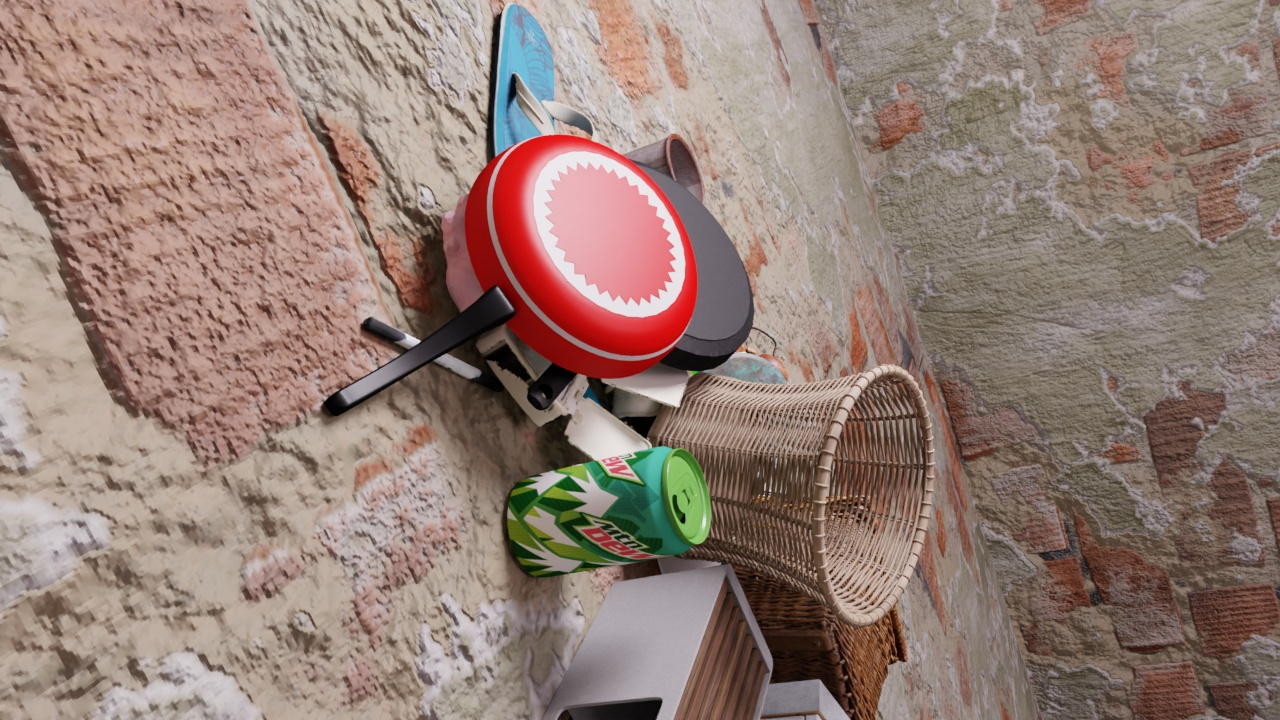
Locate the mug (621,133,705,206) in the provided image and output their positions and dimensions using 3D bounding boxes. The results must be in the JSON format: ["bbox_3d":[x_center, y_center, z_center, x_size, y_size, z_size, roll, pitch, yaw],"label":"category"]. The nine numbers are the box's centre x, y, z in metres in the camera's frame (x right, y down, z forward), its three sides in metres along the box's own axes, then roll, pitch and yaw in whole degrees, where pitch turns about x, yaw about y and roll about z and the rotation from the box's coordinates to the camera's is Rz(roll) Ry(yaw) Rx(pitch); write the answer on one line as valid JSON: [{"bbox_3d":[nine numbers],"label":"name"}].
[{"bbox_3d":[0.011,-0.193,1.017,0.122,0.110,0.096,-39,116,-63],"label":"mug"}]

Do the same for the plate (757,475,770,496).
[{"bbox_3d":[0.156,0.219,1.181,0.188,0.016,0.188,41,41,-49],"label":"plate"}]

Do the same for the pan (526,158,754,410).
[{"bbox_3d":[-0.004,-0.062,0.814,0.225,0.034,0.355,47,39,-8],"label":"pan"}]

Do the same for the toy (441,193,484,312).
[{"bbox_3d":[-0.128,-0.083,0.734,0.093,0.050,0.102,59,34,-27],"label":"toy"}]

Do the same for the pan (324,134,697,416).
[{"bbox_3d":[-0.082,-0.056,0.686,0.209,0.067,0.354,55,45,-3],"label":"pan"}]

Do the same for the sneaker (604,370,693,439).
[{"bbox_3d":[-0.005,0.005,0.910,0.102,0.089,0.241,-46,119,-47],"label":"sneaker"}]

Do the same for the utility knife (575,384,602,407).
[{"bbox_3d":[-0.071,-0.003,0.846,0.196,0.015,0.031,64,24,-16],"label":"utility knife"}]

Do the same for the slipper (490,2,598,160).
[{"bbox_3d":[-0.092,-0.223,0.881,0.118,0.060,0.294,24,54,-54],"label":"slipper"}]

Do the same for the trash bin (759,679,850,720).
[{"bbox_3d":[0.118,0.443,0.827,0.142,0.143,0.246,55,32,-35],"label":"trash bin"}]

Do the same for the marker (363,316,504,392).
[{"bbox_3d":[-0.150,-0.002,0.689,0.152,0.011,0.011,33,47,-54],"label":"marker"}]

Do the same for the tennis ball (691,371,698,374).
[{"bbox_3d":[0.035,-0.004,1.004,0.065,0.065,0.065,41,41,-49],"label":"tennis ball"}]

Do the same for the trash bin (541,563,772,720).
[{"bbox_3d":[0.015,0.284,0.739,0.114,0.115,0.228,66,27,-17],"label":"trash bin"}]

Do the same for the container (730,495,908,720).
[{"bbox_3d":[0.182,0.300,1.004,0.182,0.162,0.250,-57,135,-52],"label":"container"}]

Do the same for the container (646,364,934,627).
[{"bbox_3d":[0.135,0.110,0.855,0.226,0.196,0.227,-7,99,-50],"label":"container"}]

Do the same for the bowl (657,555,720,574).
[{"bbox_3d":[0.058,0.194,0.967,0.110,0.041,0.109,41,41,-49],"label":"bowl"}]

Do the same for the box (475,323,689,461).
[{"bbox_3d":[-0.047,0.004,0.797,0.186,0.066,0.145,36,35,-11],"label":"box"}]

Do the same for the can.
[{"bbox_3d":[-0.025,0.119,0.718,0.083,0.144,0.083,41,41,-49],"label":"can"}]

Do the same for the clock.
[{"bbox_3d":[0.112,0.035,1.040,0.121,0.073,0.157,22,83,-16],"label":"clock"}]
